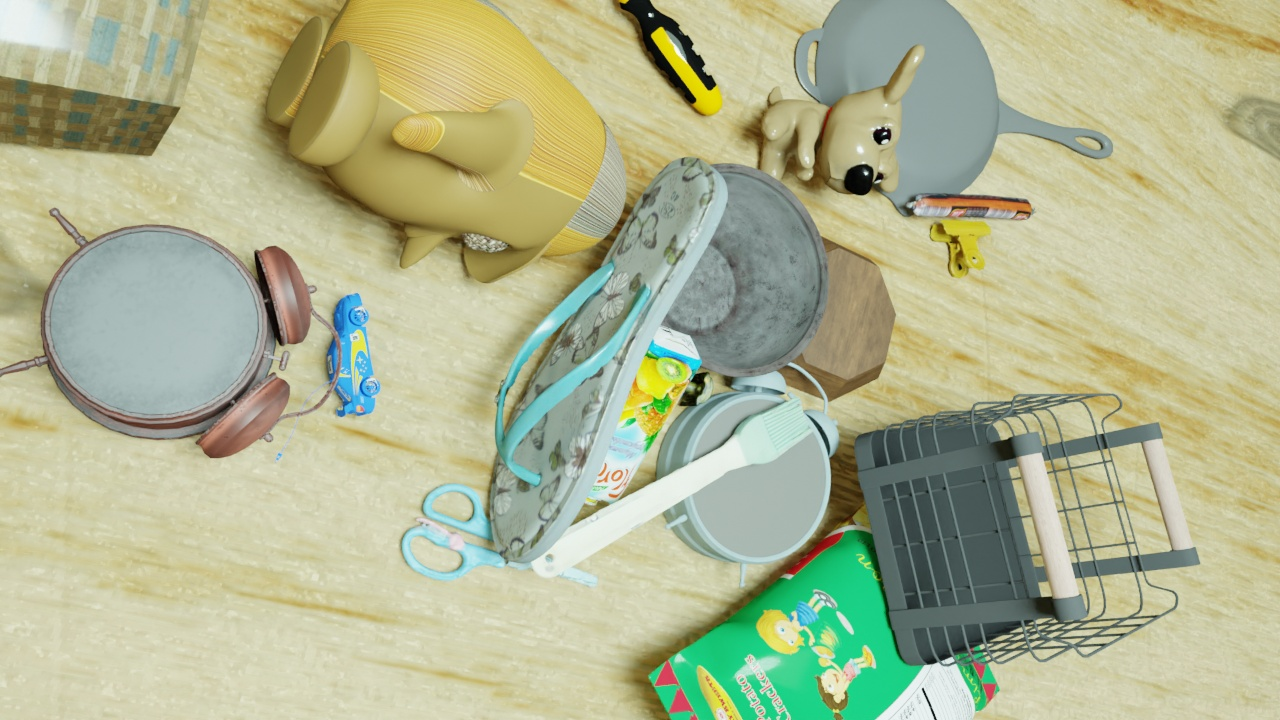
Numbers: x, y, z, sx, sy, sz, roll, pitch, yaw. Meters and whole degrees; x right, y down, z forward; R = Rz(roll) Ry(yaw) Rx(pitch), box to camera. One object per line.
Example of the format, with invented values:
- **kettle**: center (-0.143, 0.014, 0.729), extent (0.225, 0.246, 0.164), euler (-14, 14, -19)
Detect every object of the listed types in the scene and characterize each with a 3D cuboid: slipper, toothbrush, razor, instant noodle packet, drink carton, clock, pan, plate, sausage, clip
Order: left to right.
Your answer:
- **clock**: center (-0.245, -0.013, 0.502), extent (0.157, 0.072, 0.120), euler (17, 78, -21)
- **slipper**: center (-0.039, -0.009, 0.557), extent (0.054, 0.098, 0.269), euler (26, 92, -35)
- **drink carton**: center (-0.008, 0.037, 0.590), extent (0.044, 0.038, 0.129), euler (19, 116, -22)
- **razor**: center (-0.004, 0.004, 0.634), extent (0.106, 0.042, 0.026), euler (22, 84, -11)
- **toothbrush**: center (-0.003, -0.257, 0.655), extent (0.031, 0.031, 0.196), euler (-34, 108, 19)
- **clock**: center (0.082, 0.073, 0.657), extent (0.122, 0.045, 0.159), euler (40, 72, -16)
- **plate**: center (0.148, -0.035, 0.708), extent (0.131, 0.025, 0.131), euler (3, 84, -24)
- **instant noodle packet**: center (0.142, 0.226, 0.643), extent (0.252, 0.090, 0.195), euler (-31, 98, -30)
- **clip**: center (0.275, -0.096, 0.768), extent (0.053, 0.039, 0.047), euler (-2, 78, -26)
- **sausage**: center (0.283, -0.131, 0.777), extent (0.155, 0.020, 0.020), euler (-4, 86, -30)
- **pan**: center (0.289, -0.221, 0.792), extent (0.354, 0.024, 0.216), euler (7, 82, -24)

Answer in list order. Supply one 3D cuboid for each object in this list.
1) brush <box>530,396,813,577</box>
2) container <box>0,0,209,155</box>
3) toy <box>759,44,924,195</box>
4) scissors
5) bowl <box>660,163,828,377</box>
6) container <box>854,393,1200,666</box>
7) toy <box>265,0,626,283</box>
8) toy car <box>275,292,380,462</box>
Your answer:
- **brush**: center (0.024, 0.082, 0.600), extent (0.217, 0.012, 0.033), euler (-26, 96, -22)
- **container**: center (-0.312, -0.239, 0.453), extent (0.186, 0.158, 0.249), euler (15, 78, -34)
- **toy**: center (0.145, -0.168, 0.683), extent (0.108, 0.134, 0.105), euler (6, 57, 10)
- **scissors**: center (-0.085, 0.122, 0.598), extent (0.138, 0.015, 0.063), euler (23, 72, -27)
- **bowl**: center (0.053, -0.059, 0.644), extent (0.144, 0.067, 0.145), euler (3, 84, -24)
- **container**: center (0.276, 0.113, 0.648), extent (0.240, 0.131, 0.162), euler (2, 73, -45)
- **toy**: center (-0.101, -0.126, 0.548), extent (0.203, 0.198, 0.163), euler (24, 103, -39)
- **toy car**: center (-0.191, 0.009, 0.544), extent (0.061, 0.033, 0.092), euler (-9, 88, -32)
